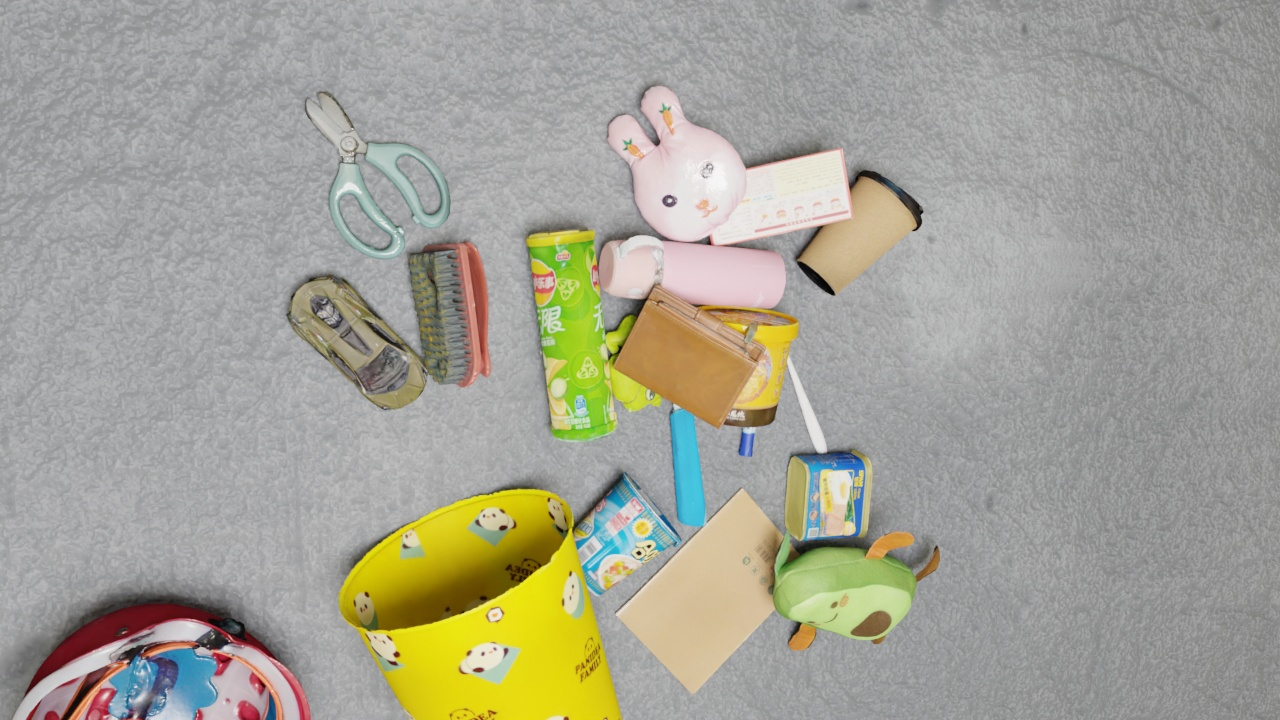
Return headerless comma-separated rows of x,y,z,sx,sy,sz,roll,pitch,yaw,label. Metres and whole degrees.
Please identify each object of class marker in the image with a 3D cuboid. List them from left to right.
0.131,0.039,1.060,0.017,0.017,0.146,6,95,-19,marker

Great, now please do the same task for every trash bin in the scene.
-0.137,0.294,0.904,0.229,0.230,0.255,-23,109,-14,trash bin

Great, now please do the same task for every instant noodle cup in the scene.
-0.027,0.193,0.991,0.110,0.099,0.099,-40,107,-2,instant noodle cup
0.107,0.005,1.000,0.118,0.118,0.114,0,105,-18,instant noodle cup

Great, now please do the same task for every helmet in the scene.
-0.439,0.318,0.845,0.239,0.144,0.207,23,90,-34,helmet

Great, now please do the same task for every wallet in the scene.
0.051,-0.006,0.935,0.130,0.035,0.119,31,116,5,wallet

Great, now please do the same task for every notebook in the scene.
0.090,0.272,1.080,0.207,0.008,0.148,-43,107,-9,notebook

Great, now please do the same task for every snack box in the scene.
0.147,-0.177,0.999,0.156,0.027,0.077,-10,101,9,snack box

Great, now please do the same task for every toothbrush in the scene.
0.188,0.035,1.077,0.016,0.016,0.180,-24,105,-7,toothbrush

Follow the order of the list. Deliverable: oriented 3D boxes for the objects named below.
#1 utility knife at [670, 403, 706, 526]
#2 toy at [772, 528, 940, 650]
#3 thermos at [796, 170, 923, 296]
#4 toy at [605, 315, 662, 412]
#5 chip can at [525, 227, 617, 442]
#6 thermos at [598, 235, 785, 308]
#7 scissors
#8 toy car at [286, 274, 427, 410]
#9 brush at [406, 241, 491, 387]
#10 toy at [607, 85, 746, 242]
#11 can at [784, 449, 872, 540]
0.050,0.085,1.037,0.034,0.018,0.218,-9,101,-17,utility knife
0.248,0.273,1.077,0.246,0.090,0.227,14,120,-32,toy
0.248,-0.145,1.041,0.093,0.093,0.143,42,91,-18,thermos
-0.006,0.006,1.001,0.096,0.031,0.100,24,80,-33,toy
-0.070,-0.025,0.956,0.072,0.072,0.221,-10,100,-17,chip can
0.059,-0.098,0.977,0.198,0.087,0.067,4,61,-23,thermos
-0.257,-0.195,0.902,0.143,0.019,0.180,-27,103,-13,scissors
-0.276,-0.016,0.907,0.070,0.042,0.158,-46,110,-8,toy car
-0.184,-0.045,0.925,0.069,0.063,0.146,-17,105,-46,brush
0.036,-0.204,0.965,0.121,0.054,0.159,-38,96,21,toy
0.220,0.159,1.081,0.083,0.057,0.102,-1,102,-16,can
